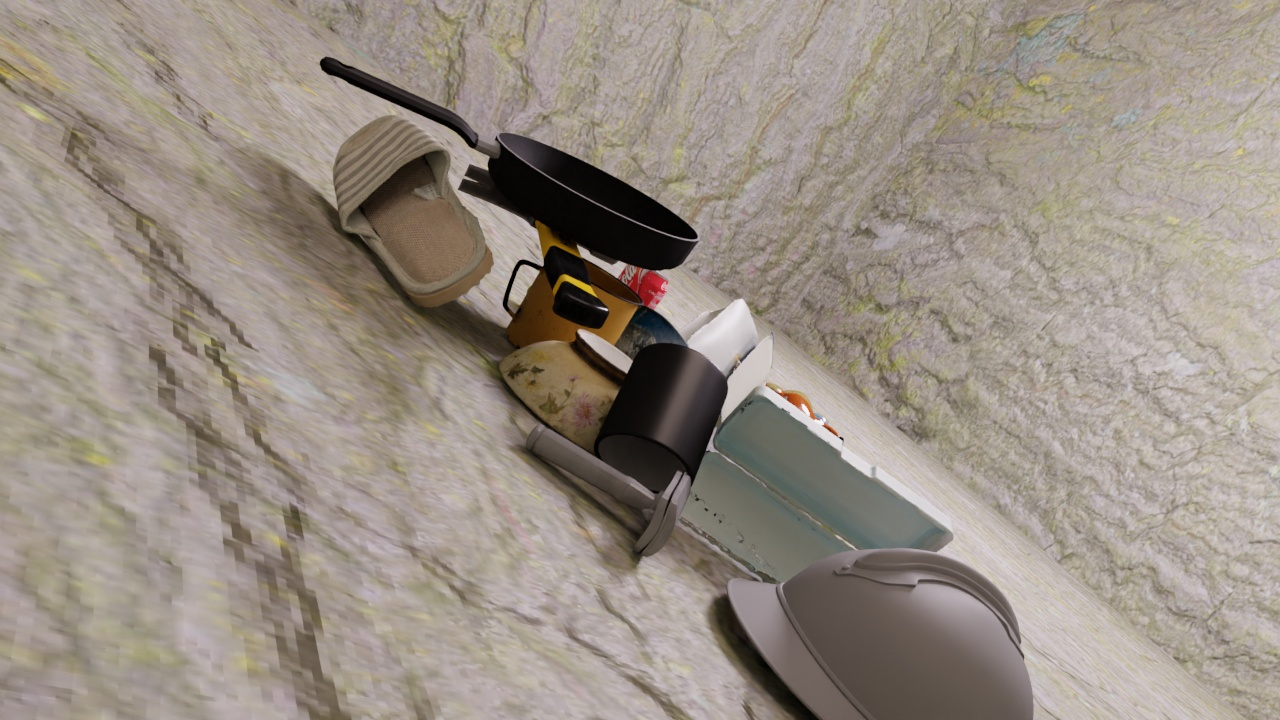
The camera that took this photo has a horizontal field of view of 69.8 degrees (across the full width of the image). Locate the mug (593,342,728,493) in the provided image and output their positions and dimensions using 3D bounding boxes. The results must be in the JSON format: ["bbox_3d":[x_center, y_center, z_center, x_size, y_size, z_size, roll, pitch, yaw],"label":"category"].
[{"bbox_3d":[0.018,0.054,0.709,0.078,0.087,0.114,15,-35,15],"label":"mug"}]

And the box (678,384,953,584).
[{"bbox_3d":[0.135,0.122,0.715,0.197,0.126,0.074,35,-18,-5],"label":"box"}]

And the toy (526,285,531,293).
[{"bbox_3d":[-0.074,-0.041,1.000,0.118,0.043,0.092,47,12,34],"label":"toy"}]

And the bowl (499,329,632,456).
[{"bbox_3d":[-0.041,0.020,0.766,0.145,0.063,0.145,35,11,-8],"label":"bowl"}]

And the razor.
[{"bbox_3d":[-0.025,0.079,0.624,0.116,0.047,0.088,29,9,6],"label":"razor"}]

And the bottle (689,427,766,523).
[{"bbox_3d":[0.049,0.083,0.827,0.083,0.046,0.174,32,11,-25],"label":"bottle"}]

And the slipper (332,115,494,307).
[{"bbox_3d":[-0.211,-0.144,0.817,0.272,0.114,0.054,55,0,38],"label":"slipper"}]

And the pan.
[{"bbox_3d":[-0.106,-0.166,0.798,0.355,0.044,0.204,19,19,-29],"label":"pan"}]

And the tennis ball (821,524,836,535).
[{"bbox_3d":[0.205,0.154,0.981,0.065,0.065,0.065,35,10,-7],"label":"tennis ball"}]

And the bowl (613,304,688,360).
[{"bbox_3d":[-0.005,0.005,0.919,0.114,0.060,0.115,33,-38,29],"label":"bowl"}]

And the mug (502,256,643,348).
[{"bbox_3d":[-0.074,-0.046,0.861,0.123,0.094,0.100,25,14,-28],"label":"mug"}]

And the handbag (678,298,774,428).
[{"bbox_3d":[0.103,0.034,1.015,0.150,0.074,0.176,-37,106,-49],"label":"handbag"}]

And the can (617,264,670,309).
[{"bbox_3d":[-0.012,-0.079,1.204,0.064,0.105,0.064,35,10,-7],"label":"can"}]

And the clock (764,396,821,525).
[{"bbox_3d":[0.126,0.118,0.830,0.061,0.104,0.156,22,42,-32],"label":"clock"}]

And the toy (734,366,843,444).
[{"bbox_3d":[0.168,0.083,1.106,0.176,0.096,0.112,44,-28,26],"label":"toy"}]

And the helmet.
[{"bbox_3d":[0.193,0.191,0.605,0.271,0.118,0.183,36,10,-15],"label":"helmet"}]

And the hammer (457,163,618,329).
[{"bbox_3d":[-0.071,-0.093,0.767,0.169,0.034,0.324,24,16,-18],"label":"hammer"}]
